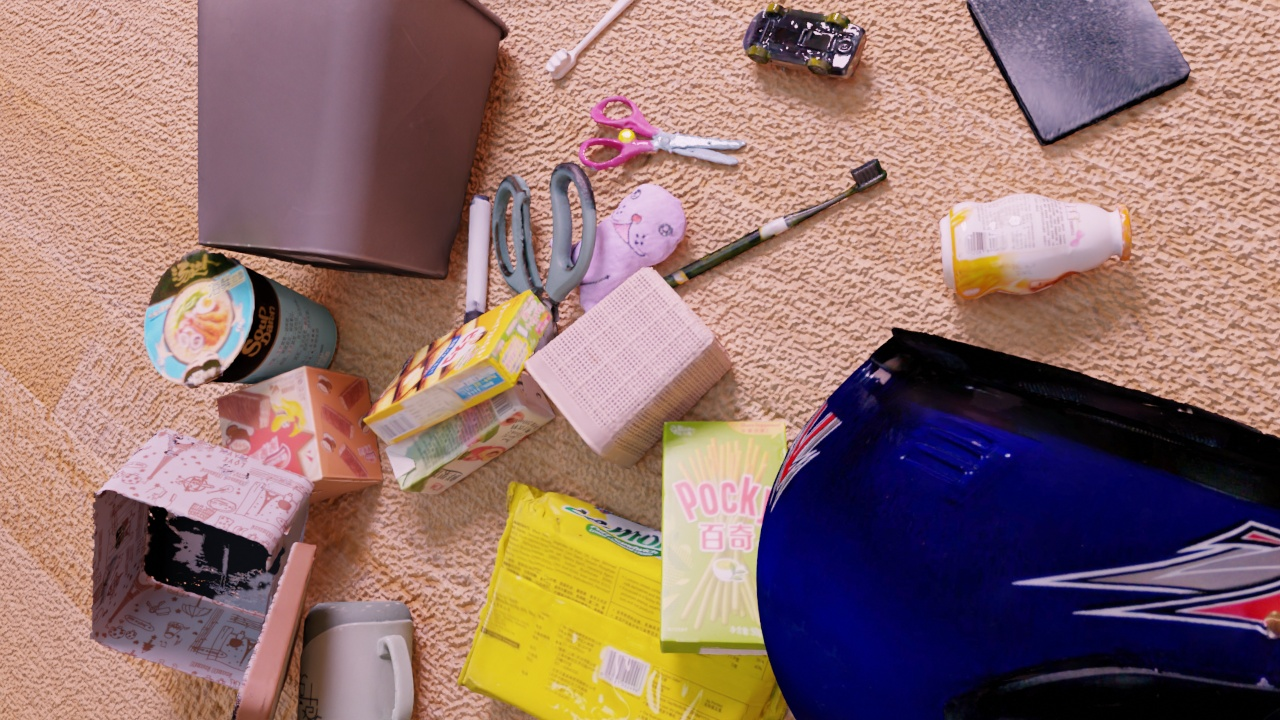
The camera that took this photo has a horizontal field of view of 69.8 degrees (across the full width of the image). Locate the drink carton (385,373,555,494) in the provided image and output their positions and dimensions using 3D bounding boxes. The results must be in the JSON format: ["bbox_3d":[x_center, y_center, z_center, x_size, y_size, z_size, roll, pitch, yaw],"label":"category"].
[{"bbox_3d":[-0.133,0.055,0.711,0.123,0.053,0.045,-33,70,13],"label":"drink carton"}]

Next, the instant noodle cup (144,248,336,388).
[{"bbox_3d":[-0.322,-0.023,0.762,0.111,0.120,0.111,-4,79,21],"label":"instant noodle cup"}]

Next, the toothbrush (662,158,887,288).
[{"bbox_3d":[0.090,-0.096,0.667,0.186,0.017,0.012,-26,34,16],"label":"toothbrush"}]

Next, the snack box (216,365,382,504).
[{"bbox_3d":[-0.279,0.065,0.754,0.093,0.077,0.094,-18,76,18],"label":"snack box"}]

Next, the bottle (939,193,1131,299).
[{"bbox_3d":[0.246,-0.074,0.576,0.108,0.063,0.063,-5,80,21],"label":"bottle"}]

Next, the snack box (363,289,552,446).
[{"bbox_3d":[-0.137,0.006,0.688,0.141,0.086,0.034,-22,117,31],"label":"snack box"}]

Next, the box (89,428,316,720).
[{"bbox_3d":[-0.328,0.187,0.660,0.157,0.217,0.181,15,125,-15],"label":"box"}]

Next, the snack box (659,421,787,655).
[{"bbox_3d":[0.055,0.111,0.598,0.086,0.026,0.156,1,55,3],"label":"snack box"}]

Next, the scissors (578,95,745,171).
[{"bbox_3d":[0.019,-0.177,0.711,0.137,0.017,0.072,6,74,18],"label":"scissors"}]

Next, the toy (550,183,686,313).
[{"bbox_3d":[-0.013,-0.089,0.694,0.108,0.039,0.084,-38,65,16],"label":"toy"}]

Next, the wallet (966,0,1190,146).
[{"bbox_3d":[0.287,-0.214,0.608,0.097,0.019,0.120,-25,75,15],"label":"wallet"}]

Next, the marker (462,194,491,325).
[{"bbox_3d":[-0.135,-0.071,0.751,0.023,0.018,0.130,-4,80,30],"label":"marker"}]

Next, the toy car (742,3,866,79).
[{"bbox_3d":[0.118,-0.229,0.667,0.090,0.035,0.042,23,89,29],"label":"toy car"}]

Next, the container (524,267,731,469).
[{"bbox_3d":[-0.004,0.004,0.647,0.111,0.090,0.090,-42,70,3],"label":"container"}]

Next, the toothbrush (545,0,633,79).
[{"bbox_3d":[-0.010,-0.295,0.737,0.180,0.016,0.016,-42,72,10],"label":"toothbrush"}]

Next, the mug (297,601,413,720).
[{"bbox_3d":[-0.206,0.236,0.688,0.112,0.082,0.106,-13,72,43],"label":"mug"}]

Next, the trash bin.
[{"bbox_3d":[-0.235,-0.184,0.723,0.199,0.198,0.220,8,91,24],"label":"trash bin"}]

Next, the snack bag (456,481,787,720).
[{"bbox_3d":[-0.008,0.196,0.633,0.247,0.068,0.158,17,88,22],"label":"snack bag"}]

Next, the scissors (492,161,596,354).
[{"bbox_3d":[-0.065,-0.069,0.696,0.162,0.019,0.179,-23,76,46],"label":"scissors"}]

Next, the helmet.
[{"bbox_3d":[0.215,0.131,0.470,0.315,0.247,0.240,15,103,0],"label":"helmet"}]
